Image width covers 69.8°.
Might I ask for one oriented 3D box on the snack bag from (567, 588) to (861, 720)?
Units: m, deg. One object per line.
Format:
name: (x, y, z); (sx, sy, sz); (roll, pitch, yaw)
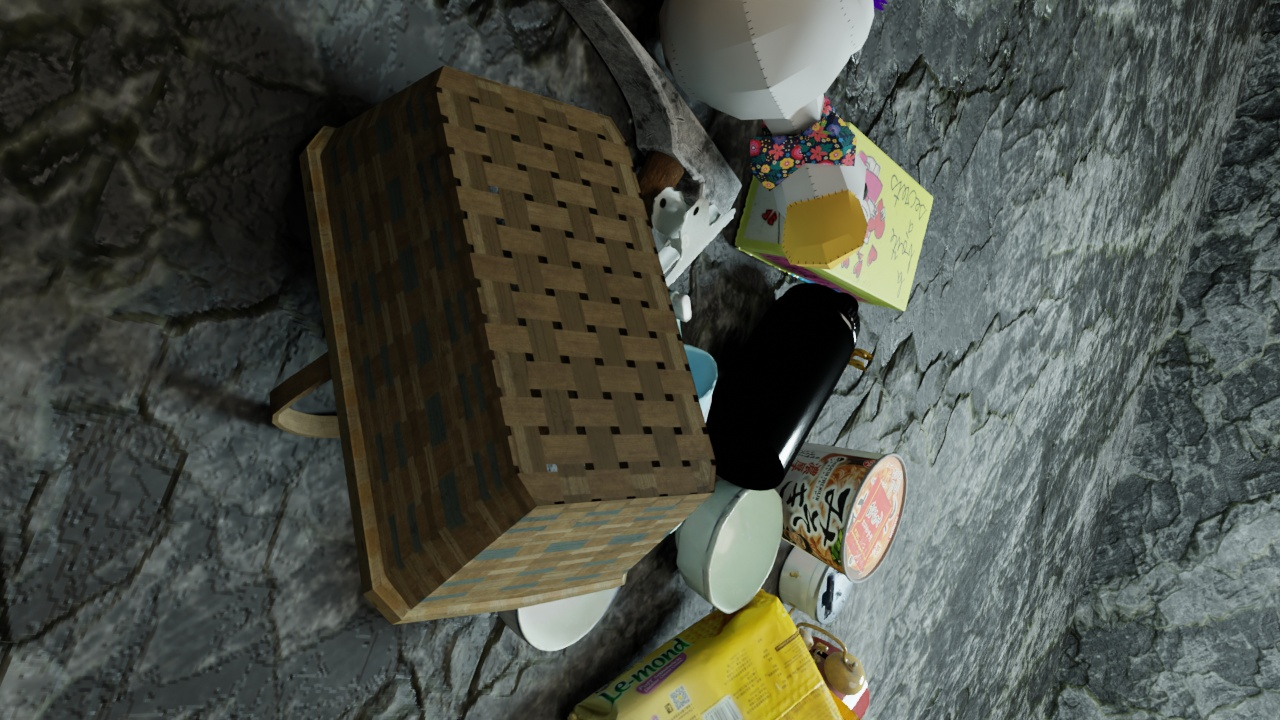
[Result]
snack bag: (0.070, 0.306, 0.775); (0.246, 0.068, 0.159); (-24, 78, -35)

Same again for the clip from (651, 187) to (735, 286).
clip: (0.035, -0.089, 0.632); (0.101, 0.046, 0.056); (-49, 149, -27)

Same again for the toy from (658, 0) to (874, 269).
toy: (0.093, -0.211, 0.625); (0.267, 0.141, 0.246); (50, 33, -50)

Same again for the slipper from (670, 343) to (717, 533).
slipper: (0.009, 0.008, 0.585); (0.103, 0.074, 0.246); (-64, 149, -61)

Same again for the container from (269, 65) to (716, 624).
container: (-0.087, 0.001, 0.469); (0.157, 0.187, 0.249); (4, 64, -44)

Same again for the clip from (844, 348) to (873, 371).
clip: (0.212, -0.002, 0.942); (0.044, 0.049, 0.054); (-36, 141, 9)

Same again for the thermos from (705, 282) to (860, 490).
thermos: (0.126, 0.010, 0.795); (0.198, 0.086, 0.086); (-53, 138, -34)

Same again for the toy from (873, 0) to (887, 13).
toy: (0.176, -0.330, 0.764); (0.105, 0.056, 0.088); (-58, 138, -19)

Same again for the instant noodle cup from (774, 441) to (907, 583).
instant noodle cup: (0.169, 0.131, 0.873); (0.123, 0.122, 0.124); (-22, 120, -46)

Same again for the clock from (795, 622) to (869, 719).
clock: (0.185, 0.341, 0.976); (0.081, 0.117, 0.159); (-32, 134, -45)

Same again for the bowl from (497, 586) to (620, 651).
bowl: (-0.064, 0.131, 0.629); (0.117, 0.062, 0.118); (-26, 124, -47)

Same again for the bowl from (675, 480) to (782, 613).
bowl: (0.071, 0.156, 0.810); (0.117, 0.061, 0.117); (-23, 121, -45)

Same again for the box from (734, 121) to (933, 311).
box: (0.185, -0.125, 0.833); (0.220, 0.082, 0.124); (17, 89, -51)

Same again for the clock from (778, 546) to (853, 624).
clock: (0.202, 0.235, 1.007); (0.117, 0.057, 0.083); (-22, 119, -45)

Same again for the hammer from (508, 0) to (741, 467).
hammer: (-0.050, -0.059, 0.600); (0.217, 0.037, 0.300); (41, 71, -50)

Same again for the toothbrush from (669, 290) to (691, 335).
toothbrush: (0.040, 0.025, 0.761); (0.016, 0.017, 0.181); (-37, 131, -40)
